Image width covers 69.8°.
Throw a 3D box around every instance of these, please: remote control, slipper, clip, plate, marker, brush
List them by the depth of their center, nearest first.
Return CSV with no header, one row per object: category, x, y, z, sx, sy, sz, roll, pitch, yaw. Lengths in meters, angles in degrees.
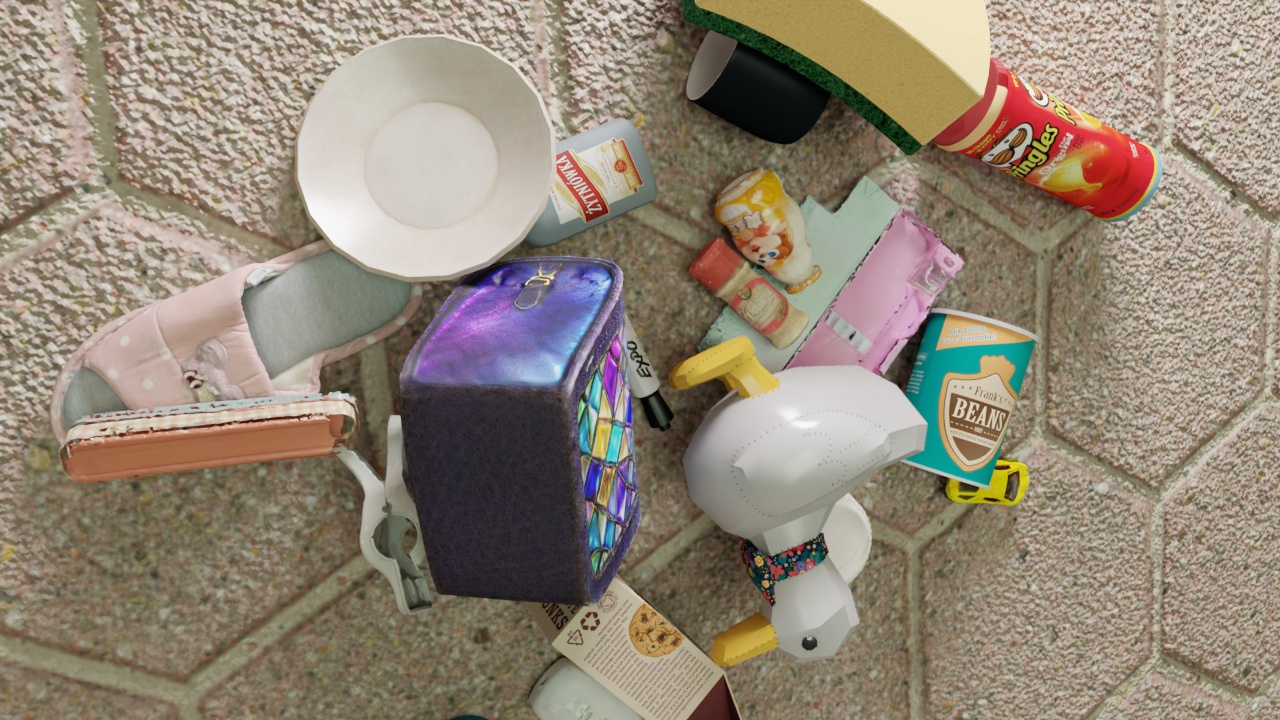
slipper,-0.284,-0.009,0.657,0.274,0.054,0.114,-31,106,-13
plate,-0.157,-0.147,0.678,0.188,0.027,0.188,0,81,-2
clip,-0.176,0.114,0.685,0.081,0.125,0.147,-15,78,-11
brush,0.155,-0.298,0.718,0.250,0.075,0.194,24,54,-21
marker,-0.005,0.005,0.778,0.025,0.025,0.126,-30,106,-14
remote control,-0.043,0.309,0.802,0.114,0.028,0.060,42,82,-20

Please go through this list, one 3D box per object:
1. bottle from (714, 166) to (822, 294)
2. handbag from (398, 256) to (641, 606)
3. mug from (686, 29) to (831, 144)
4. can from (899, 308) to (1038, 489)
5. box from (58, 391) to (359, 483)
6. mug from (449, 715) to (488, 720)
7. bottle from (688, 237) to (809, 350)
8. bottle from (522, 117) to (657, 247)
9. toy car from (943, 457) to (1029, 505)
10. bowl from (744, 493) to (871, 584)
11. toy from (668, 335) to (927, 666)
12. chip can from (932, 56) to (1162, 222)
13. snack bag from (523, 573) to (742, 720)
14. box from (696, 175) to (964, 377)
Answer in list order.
bottle,0.112,-0.109,0.783,0.063,0.063,0.108,-40,104,-11
handbag,-0.070,0.044,0.667,0.125,0.221,0.205,1,115,12
mug,0.103,-0.247,0.761,0.094,0.085,0.121,22,60,-22
can,0.296,0.035,0.852,0.099,0.099,0.144,17,91,-21
box,-0.286,0.054,0.620,0.186,0.053,0.058,-7,83,-16
mug,-0.147,0.351,0.728,0.112,0.104,0.084,-11,101,-19
bottle,0.093,-0.057,0.785,0.109,0.044,0.044,40,82,-7
bottle,-0.071,-0.130,0.724,0.161,0.046,0.072,-26,105,-15
toy car,0.350,0.121,0.922,0.106,0.030,0.049,5,94,-22
bowl,0.160,0.161,0.839,0.115,0.062,0.115,-3,98,-20
toy,0.121,0.105,0.746,0.246,0.141,0.267,-30,90,-2
chip can,0.381,-0.203,0.861,0.213,0.087,0.087,17,91,-22
snack bag,0.007,0.252,0.777,0.206,0.094,0.069,44,81,-20
box,0.171,-0.050,0.832,0.159,0.035,0.230,38,83,-12
